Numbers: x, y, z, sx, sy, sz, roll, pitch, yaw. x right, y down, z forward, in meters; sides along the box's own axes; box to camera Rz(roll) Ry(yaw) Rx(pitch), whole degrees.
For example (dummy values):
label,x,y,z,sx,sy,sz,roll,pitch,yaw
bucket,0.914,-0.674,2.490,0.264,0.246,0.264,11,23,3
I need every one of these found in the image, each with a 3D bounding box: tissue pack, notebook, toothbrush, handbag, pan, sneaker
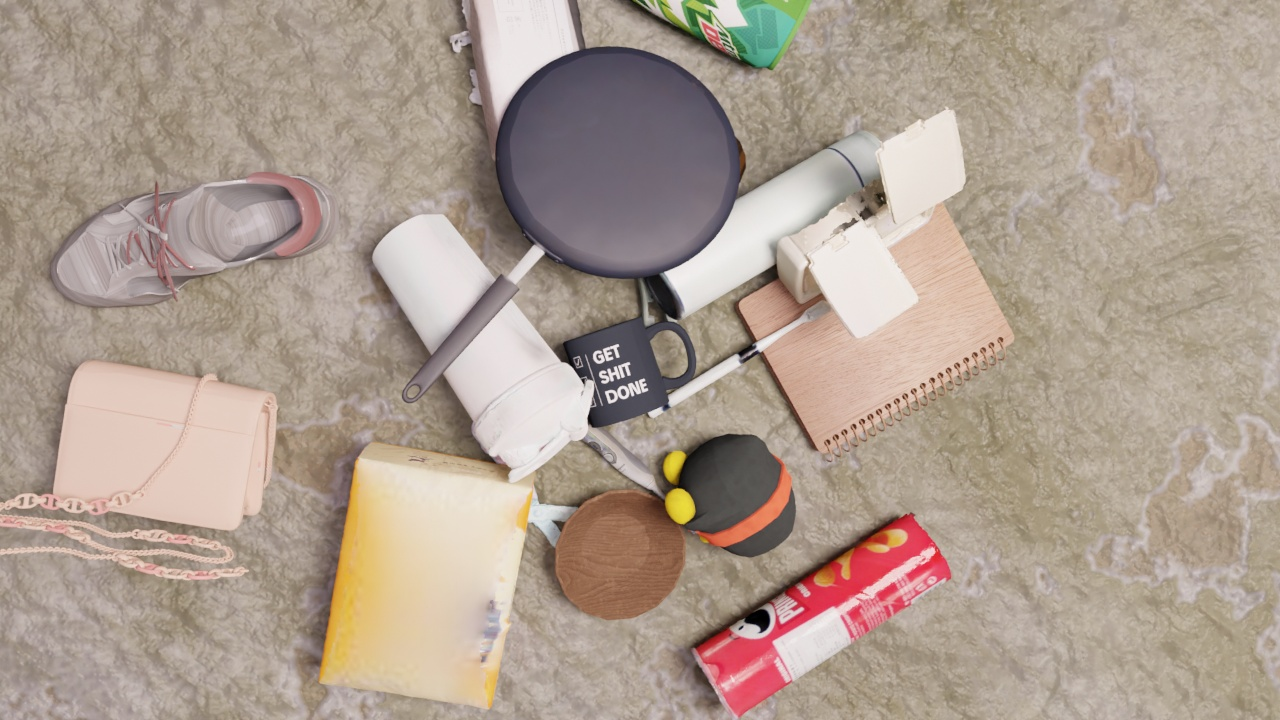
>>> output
label,x,y,z,sx,sy,sz,roll,pitch,yaw
tissue pack,-0.102,-0.262,0.783,0.103,0.071,0.181,-12,95,-21
notebook,0.217,-0.030,0.836,0.210,0.022,0.169,-30,93,-4
toothbrush,-0.014,0.090,0.815,0.185,0.024,0.022,42,129,-5
handbag,-0.372,0.074,0.695,0.199,0.187,0.116,11,97,-1
pan,-0.065,-0.104,0.719,0.199,0.021,0.355,39,76,1
sneaker,-0.369,-0.101,0.740,0.236,0.089,0.099,-18,93,-5
toothbrush,0.086,0.000,0.809,0.187,0.017,0.012,-32,94,6

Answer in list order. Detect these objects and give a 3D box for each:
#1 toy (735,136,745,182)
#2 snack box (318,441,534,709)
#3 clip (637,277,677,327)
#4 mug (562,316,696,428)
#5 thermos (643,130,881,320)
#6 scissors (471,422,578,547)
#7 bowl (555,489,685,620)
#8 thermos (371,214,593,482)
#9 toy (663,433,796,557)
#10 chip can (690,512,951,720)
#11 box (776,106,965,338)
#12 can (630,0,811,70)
label,x,y,z,sx,sy,sz,roll,pitch,yaw
toy,0.046,-0.159,0.796,0.100,0.062,0.076,-35,131,-18
snack box,-0.174,0.180,0.761,0.145,0.080,0.195,11,97,-6
clip,0.011,-0.067,0.814,0.047,0.023,0.076,-10,94,-7
mug,-0.005,0.005,0.785,0.105,0.071,0.077,-18,93,6
thermos,0.111,-0.117,0.788,0.230,0.068,0.068,-30,94,-11
scissors,-0.103,0.115,0.810,0.172,0.014,0.158,4,92,-5
bowl,-0.020,0.167,0.806,0.117,0.030,0.118,-2,97,-14
thermos,-0.127,-0.017,0.748,0.099,0.099,0.220,-35,81,-4
toy,0.087,0.122,0.792,0.100,0.097,0.119,-33,111,14
chip can,0.161,0.224,0.811,0.233,0.073,0.073,-31,94,-5
box,0.192,-0.094,0.713,0.143,0.194,0.101,-34,71,1
can,0.067,-0.315,0.782,0.144,0.083,0.083,27,88,-6
